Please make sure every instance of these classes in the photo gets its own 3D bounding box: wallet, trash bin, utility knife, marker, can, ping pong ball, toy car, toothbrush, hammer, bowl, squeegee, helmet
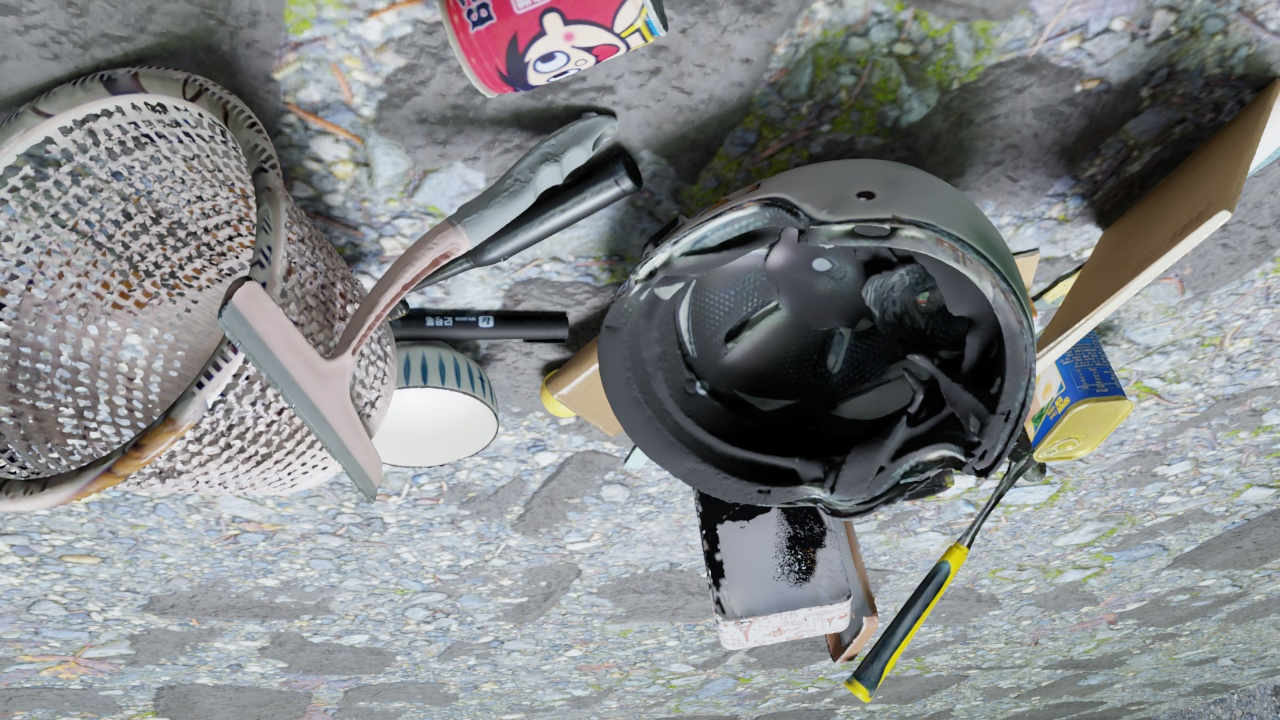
[{"bbox_3d":[-0.004,0.004,0.704,0.115,0.033,0.090,-40,134,14],"label":"wallet"},{"bbox_3d":[-0.247,-0.014,0.515,0.228,0.227,0.192,-15,159,10],"label":"trash bin"},{"bbox_3d":[0.022,0.052,0.821,0.034,0.018,0.205,15,142,-12],"label":"utility knife"},{"bbox_3d":[-0.119,-0.023,0.677,0.132,0.020,0.022,0,125,-13],"label":"marker"},{"bbox_3d":[0.382,-0.096,0.687,0.031,0.021,0.207,9,139,-34],"label":"utility knife"},{"bbox_3d":[-0.041,-0.169,0.434,0.094,0.066,0.066,-17,146,13],"label":"can"},{"bbox_3d":[-0.061,0.026,0.745,0.040,0.040,0.040,-6,146,-4],"label":"ping pong ball"},{"bbox_3d":[0.279,0.103,0.931,0.070,0.042,0.158,-15,145,10],"label":"toy car"},{"bbox_3d":[0.425,-0.181,0.553,0.027,0.026,0.222,40,141,8],"label":"toothbrush"},{"bbox_3d":[0.372,0.028,0.803,0.057,0.083,0.102,-4,146,-6],"label":"can"},{"bbox_3d":[0.311,0.206,0.931,0.323,0.032,0.126,-52,143,-7],"label":"hammer"},{"bbox_3d":[-0.167,0.026,0.699,0.116,0.066,0.117,-7,146,-5],"label":"bowl"},{"bbox_3d":[-0.100,-0.059,0.499,0.040,0.249,0.248,35,159,14],"label":"squeegee"},{"bbox_3d":[0.116,-0.027,0.590,0.230,0.156,0.275,49,137,-15],"label":"helmet"},{"bbox_3d":[-0.093,-0.075,0.599,0.213,0.026,0.027,-25,105,23],"label":"toothbrush"}]

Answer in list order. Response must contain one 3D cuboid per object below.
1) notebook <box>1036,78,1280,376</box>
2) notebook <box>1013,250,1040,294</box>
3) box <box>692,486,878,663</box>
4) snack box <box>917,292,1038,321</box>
[{"bbox_3d":[0.315,-0.082,0.563,0.210,0.012,0.150,-41,169,-40],"label":"notebook"},{"bbox_3d":[0.250,-0.012,0.784,0.148,0.008,0.208,-12,146,5],"label":"notebook"},{"bbox_3d":[0.145,0.204,0.935,0.157,0.182,0.194,-9,144,3],"label":"box"},{"bbox_3d":[0.224,-0.025,0.726,0.155,0.027,0.077,3,145,-16],"label":"snack box"}]
